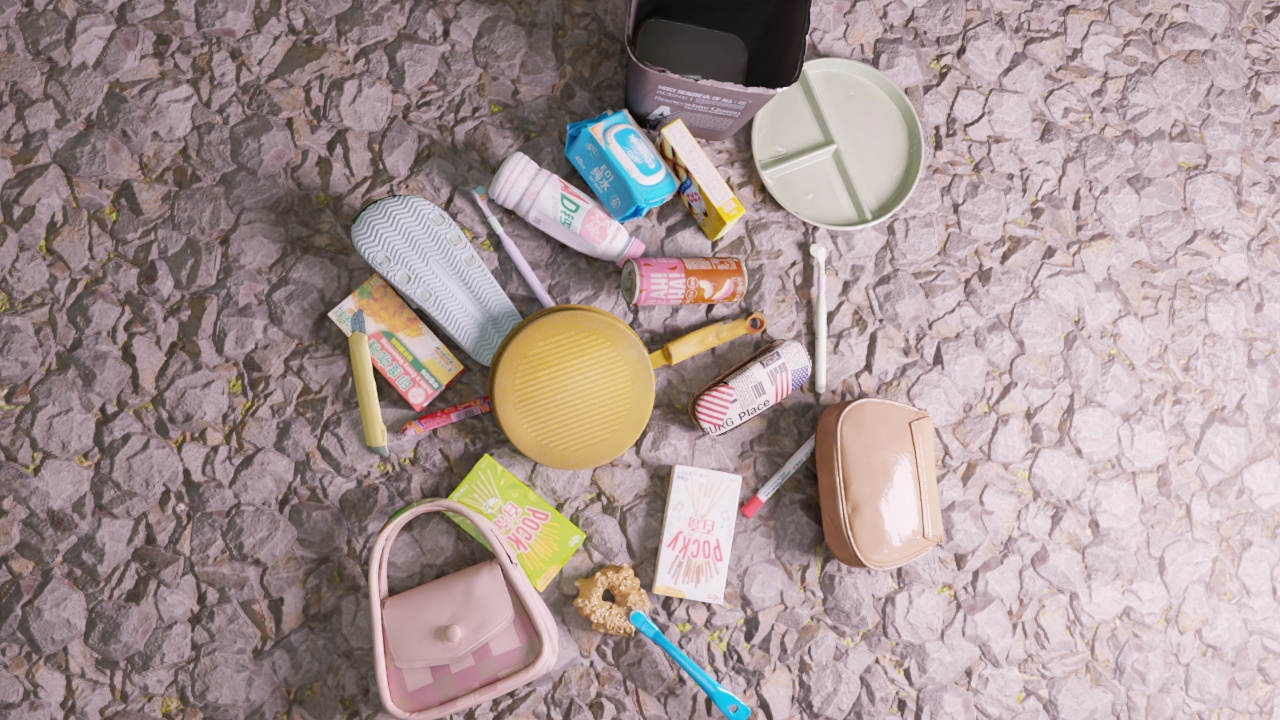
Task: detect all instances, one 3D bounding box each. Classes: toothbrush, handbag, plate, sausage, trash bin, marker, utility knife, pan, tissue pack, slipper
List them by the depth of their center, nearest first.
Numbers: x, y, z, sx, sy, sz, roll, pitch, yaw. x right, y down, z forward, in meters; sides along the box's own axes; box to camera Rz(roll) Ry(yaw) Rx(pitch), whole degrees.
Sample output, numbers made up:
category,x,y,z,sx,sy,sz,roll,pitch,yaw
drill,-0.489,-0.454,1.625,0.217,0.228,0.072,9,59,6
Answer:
category,x,y,z,sx,sy,sz,roll,pitch,yaw
handbag,-0.214,0.269,1.030,0.193,0.093,0.234,-21,82,-2
utility knife,-0.319,0.028,1.069,0.031,0.019,0.177,-6,103,12
trash bin,0.073,-0.372,1.077,0.199,0.220,0.198,9,82,-7
slipper,-0.231,-0.093,1.086,0.104,0.074,0.245,-45,106,-11
sausage,-0.216,0.062,1.093,0.155,0.020,0.020,-17,86,-9
pan,-0.007,0.006,1.104,0.357,0.078,0.198,-18,101,-5
handbag,0.286,0.147,1.110,0.147,0.100,0.204,-2,84,-15
tissue pack,-0.022,-0.238,1.112,0.140,0.063,0.089,53,46,1
toothbrush,-0.150,-0.130,1.124,0.021,0.029,0.189,-32,90,31
marker,0.179,0.139,1.135,0.145,0.017,0.017,-44,90,-10
toothbrush,0.227,-0.053,1.162,0.029,0.020,0.189,4,83,-39
plate,0.253,-0.278,1.186,0.230,0.027,0.230,1,84,-7

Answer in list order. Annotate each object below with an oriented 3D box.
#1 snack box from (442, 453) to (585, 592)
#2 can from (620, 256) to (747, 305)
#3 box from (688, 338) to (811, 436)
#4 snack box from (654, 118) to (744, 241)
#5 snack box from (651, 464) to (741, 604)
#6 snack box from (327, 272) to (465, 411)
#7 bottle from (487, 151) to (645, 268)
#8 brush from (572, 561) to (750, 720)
category,x,y,z,sx,sy,sz,roll,pitch,yaw
snack box,-0.150,0.191,1.084,0.156,0.026,0.085,40,81,-2
can,0.053,-0.096,1.110,0.147,0.058,0.058,-3,84,-20
box,0.139,0.035,1.112,0.163,0.076,0.075,-31,94,-12
snack box,0.068,-0.219,1.126,0.033,0.087,0.140,-37,90,-11
snack box,0.068,0.209,1.109,0.084,0.027,0.156,11,82,-6
snack box,-0.288,-0.022,1.090,0.077,0.027,0.156,-43,90,-8
bottle,-0.087,-0.175,1.114,0.197,0.068,0.068,32,81,-7
brush,0.027,0.334,1.075,0.254,0.046,0.083,41,77,5
